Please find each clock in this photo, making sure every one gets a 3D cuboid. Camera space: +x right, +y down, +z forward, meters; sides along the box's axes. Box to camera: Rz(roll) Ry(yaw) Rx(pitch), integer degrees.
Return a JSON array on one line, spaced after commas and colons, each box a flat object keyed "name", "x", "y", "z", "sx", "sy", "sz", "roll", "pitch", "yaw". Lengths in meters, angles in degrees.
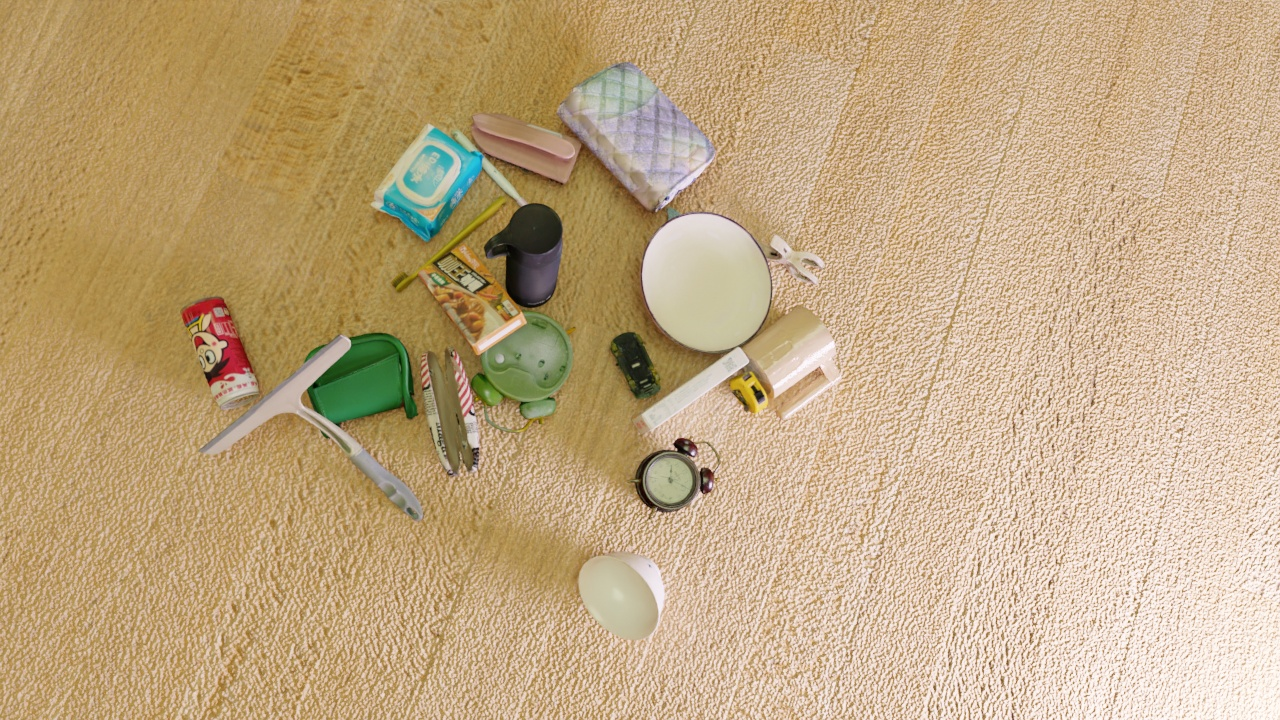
[{"name": "clock", "x": 0.047, "y": 0.149, "z": 1.185, "sx": 0.122, "sy": 0.055, "sz": 0.082, "roll": -30, "pitch": 85, "yaw": -9}, {"name": "clock", "x": -0.152, "y": 0.014, "z": 1.180, "sx": 0.116, "sy": 0.056, "sz": 0.161, "roll": 20, "pitch": 78, "yaw": -4}]

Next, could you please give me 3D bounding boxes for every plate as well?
[{"name": "plate", "x": 0.083, "y": -0.102, "z": 1.228, "sx": 0.192, "sy": 0.039, "sz": 0.192, "roll": 3, "pitch": 81, "yaw": -20}]

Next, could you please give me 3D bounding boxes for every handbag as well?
[{"name": "handbag", "x": -0.004, "y": -0.299, "z": 1.235, "sx": 0.194, "sy": 0.076, "sz": 0.133, "roll": 47, "pitch": 55, "yaw": 3}, {"name": "handbag", "x": -0.351, "y": 0.028, "z": 1.150, "sx": 0.131, "sy": 0.068, "sz": 0.120, "roll": -13, "pitch": 91, "yaw": -11}]

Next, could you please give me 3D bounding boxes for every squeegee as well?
[{"name": "squeegee", "x": -0.353, "y": 0.111, "z": 1.115, "sx": 0.247, "sy": 0.039, "sz": 0.246, "roll": -36, "pitch": 115, "yaw": 17}]

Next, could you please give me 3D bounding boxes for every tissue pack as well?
[{"name": "tissue pack", "x": -0.277, "y": -0.233, "z": 1.199, "sx": 0.090, "sy": 0.063, "sz": 0.140, "roll": 33, "pitch": 78, "yaw": -2}]

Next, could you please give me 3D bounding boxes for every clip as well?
[{"name": "clip", "x": 0.207, "y": -0.139, "z": 1.266, "sx": 0.097, "sy": 0.060, "sz": 0.034, "roll": 24, "pitch": 79, "yaw": -15}]

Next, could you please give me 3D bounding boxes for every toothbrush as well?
[{"name": "toothbrush", "x": -0.189, "y": -0.242, "z": 1.236, "sx": 0.189, "sy": 0.029, "sz": 0.020, "roll": 48, "pitch": 36, "yaw": 3}, {"name": "toothbrush", "x": -0.253, "y": -0.157, "z": 1.215, "sx": 0.190, "sy": 0.016, "sz": 0.016, "roll": -42, "pitch": 82, "yaw": -12}]

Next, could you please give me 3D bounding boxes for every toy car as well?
[{"name": "toy car", "x": -0.007, "y": 0.007, "z": 1.211, "sx": 0.043, "sy": 0.036, "sz": 0.091, "roll": -24, "pitch": 86, "yaw": -10}]

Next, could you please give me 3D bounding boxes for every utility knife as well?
[{"name": "utility knife", "x": 0.059, "y": -0.126, "z": 1.256, "sx": 0.031, "sy": 0.019, "sz": 0.177, "roll": -8, "pitch": 77, "yaw": -15}]

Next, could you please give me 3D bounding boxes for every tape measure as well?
[{"name": "tape measure", "x": 0.141, "y": 0.044, "z": 1.214, "sx": 0.029, "sy": 0.060, "sz": 0.057, "roll": -35, "pitch": 92, "yaw": -14}]

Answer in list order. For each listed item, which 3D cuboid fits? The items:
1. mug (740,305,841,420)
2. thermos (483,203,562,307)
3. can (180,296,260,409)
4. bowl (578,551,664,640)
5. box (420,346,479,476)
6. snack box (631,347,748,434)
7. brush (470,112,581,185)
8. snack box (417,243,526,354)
[{"name": "mug", "x": 0.202, "y": 0.006, "z": 1.226, "sx": 0.103, "sy": 0.084, "sz": 0.125, "roll": -35, "pitch": 113, "yaw": -11}, {"name": "thermos", "x": -0.141, "y": -0.122, "z": 1.109, "sx": 0.090, "sy": 0.243, "sz": 0.068, "roll": -11, "pitch": 82, "yaw": -9}, {"name": "can", "x": -0.518, "y": -0.009, "z": 1.134, "sx": 0.053, "sy": 0.053, "sz": 0.132, "roll": -23, "pitch": 85, "yaw": -11}, {"name": "bowl", "x": -0.011, "y": 0.280, "z": 1.144, "sx": 0.118, "sy": 0.119, "sz": 0.064, "roll": 54, "pitch": 39, "yaw": 3}, {"name": "box", "x": -0.250, "y": 0.067, "z": 1.156, "sx": 0.077, "sy": 0.075, "sz": 0.163, "roll": -13, "pitch": 84, "yaw": -17}, {"name": "snack box", "x": 0.064, "y": 0.040, "z": 1.190, "sx": 0.156, "sy": 0.085, "sz": 0.027, "roll": -33, "pitch": 88, "yaw": -12}, {"name": "brush", "x": -0.156, "y": -0.290, "z": 1.222, "sx": 0.145, "sy": 0.073, "sz": 0.063, "roll": 20, "pitch": 79, "yaw": -2}, {"name": "snack box", "x": -0.215, "y": -0.080, "z": 1.168, "sx": 0.075, "sy": 0.026, "sz": 0.153, "roll": -35, "pitch": 58, "yaw": -11}]
